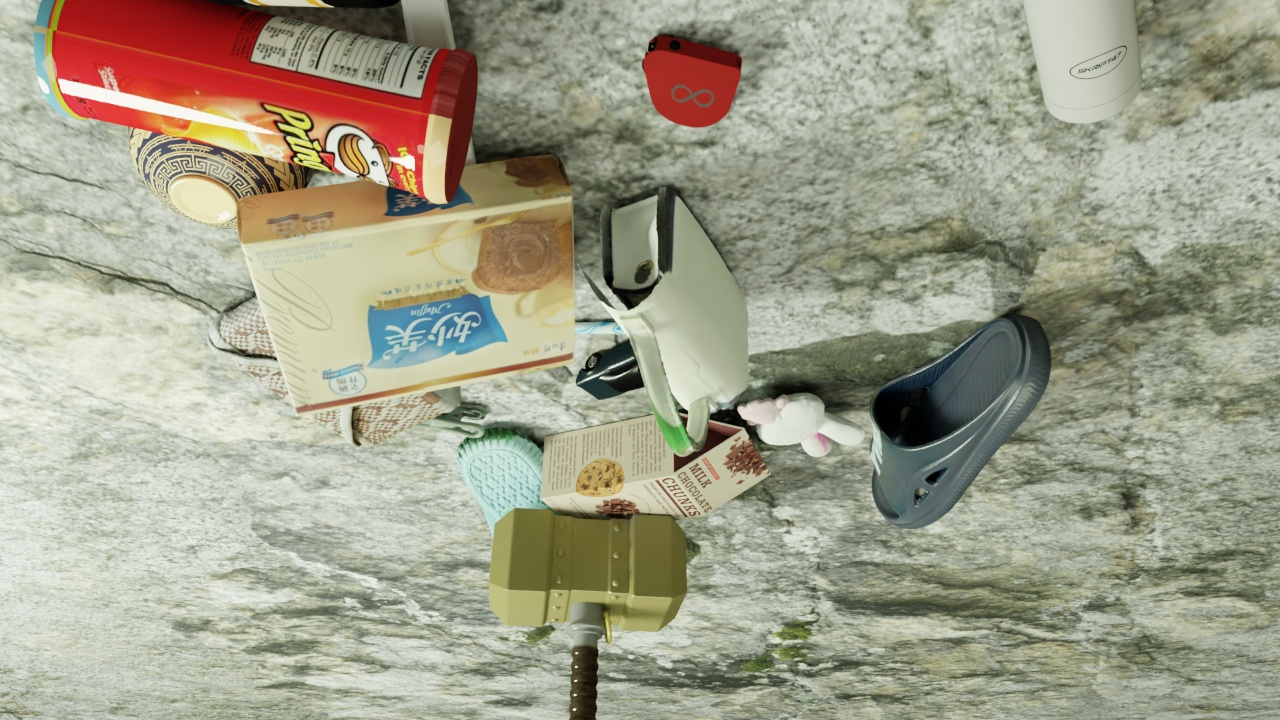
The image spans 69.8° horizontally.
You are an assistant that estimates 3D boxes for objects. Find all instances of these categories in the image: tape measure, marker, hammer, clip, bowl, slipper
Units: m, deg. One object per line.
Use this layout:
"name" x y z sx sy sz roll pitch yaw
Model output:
"tape measure" 0.028 -0.169 0.560 0.059 0.019 0.051 13 146 -5
"marker" -0.070 -0.027 0.769 0.142 0.013 0.013 0 145 1
"hammer" -0.054 0.311 0.855 0.190 0.324 0.101 4 145 -6
"clip" -0.184 0.054 0.872 0.076 0.043 0.023 10 145 -15
"bowl" -0.273 -0.124 0.591 0.112 0.061 0.113 0 145 0
"slipper" 0.252 0.059 0.807 0.083 0.110 0.269 11 140 -10
"slipper" -0.117 0.162 0.995 0.116 0.069 0.276 -9 129 12

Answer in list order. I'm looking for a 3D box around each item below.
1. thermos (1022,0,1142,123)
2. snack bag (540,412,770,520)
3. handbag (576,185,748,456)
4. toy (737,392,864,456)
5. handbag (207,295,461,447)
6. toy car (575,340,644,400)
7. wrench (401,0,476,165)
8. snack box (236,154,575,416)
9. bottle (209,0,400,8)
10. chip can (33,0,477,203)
"thermos" 0.215 -0.216 0.462 0.052 0.052 0.224 -17 141 23
"snack bag" 0.016 0.109 0.910 0.207 0.069 0.094 -12 144 18
"handbag" 0.018 -0.012 0.648 0.074 0.175 0.151 -15 143 23
"toy" 0.145 0.057 0.864 0.125 0.037 0.076 22 143 -23
"handbag" -0.257 0.008 0.778 0.124 0.046 0.186 -24 131 27
"toy car" -0.005 0.005 0.794 0.112 0.034 0.046 -25 138 31
"wrench" -0.123 -0.188 0.539 0.066 0.018 0.274 2 146 -2
"snack box" -0.148 -0.050 0.630 0.207 0.055 0.154 -11 135 -14
"bottle" -0.207 -0.211 0.461 0.182 0.059 0.059 8 147 16
"chip can" -0.205 -0.152 0.512 0.213 0.086 0.087 12 144 -5
